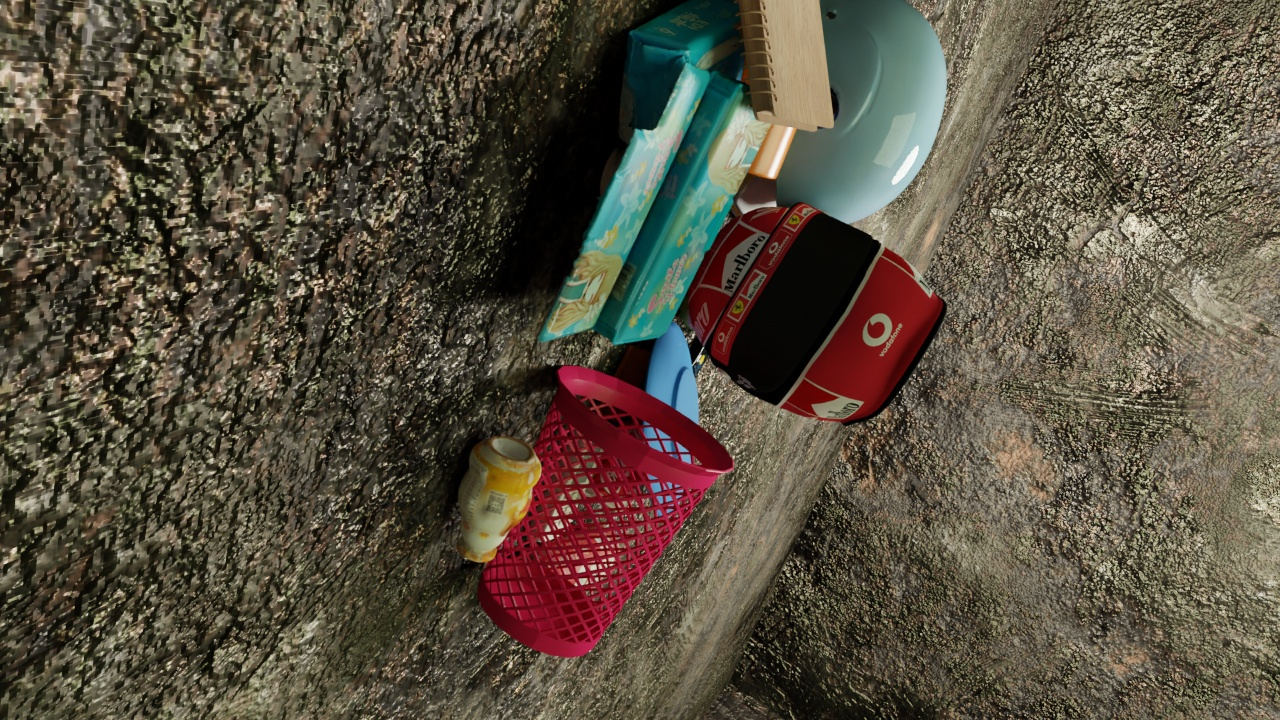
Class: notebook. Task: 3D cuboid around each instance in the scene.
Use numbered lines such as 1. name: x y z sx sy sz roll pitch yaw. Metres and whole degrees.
1. notebook: 0.108 -0.292 0.722 0.168 0.022 0.210 -20 103 -61

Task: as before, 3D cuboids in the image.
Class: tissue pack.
1. tissue pack: 0.036 -0.226 0.727 0.144 0.062 0.093 -42 153 -40

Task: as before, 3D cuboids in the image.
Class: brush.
1. brush: -0.006 0.006 0.999 0.126 0.017 0.048 -63 160 4

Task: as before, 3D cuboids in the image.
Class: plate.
1. plate: 0.043 0.067 1.045 0.224 0.024 0.224 2 89 -74

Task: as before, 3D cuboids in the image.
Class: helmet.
1. helmet: 0.160 -0.053 0.926 0.197 0.224 0.271 -58 173 0
2. helmet: 0.232 -0.261 0.981 0.225 0.167 0.266 0 107 -69

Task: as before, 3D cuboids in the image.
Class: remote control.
1. remote control: 0.056 0.019 1.166 0.151 0.020 0.041 -55 158 -20
2. remote control: -0.076 0.130 0.982 0.138 0.025 0.060 -65 160 10

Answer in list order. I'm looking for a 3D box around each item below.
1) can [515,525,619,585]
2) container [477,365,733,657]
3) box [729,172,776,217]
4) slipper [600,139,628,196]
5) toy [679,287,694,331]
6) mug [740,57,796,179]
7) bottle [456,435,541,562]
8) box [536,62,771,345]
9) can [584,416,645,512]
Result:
1. can: -0.084 0.229 1.035 0.067 0.067 0.170 -65 160 10
2. container: -0.047 0.148 0.863 0.226 0.183 0.183 -61 160 11
3. box: 0.142 -0.183 1.069 0.066 0.045 0.209 -60 161 1
4. slipper: 0.022 -0.114 0.843 0.094 0.064 0.239 -56 158 -14
5. toy: 0.082 -0.069 1.062 0.109 0.051 0.090 -33 139 -47
6. mug: 0.099 -0.234 0.869 0.112 0.077 0.096 4 116 -38
7. bottle: -0.127 0.121 0.792 0.063 0.063 0.109 -20 135 -61
8. box: 0.014 -0.114 0.711 0.181 0.039 0.227 -14 134 -61
9. can: -0.018 0.119 1.053 0.104 0.064 0.064 -56 160 -13
